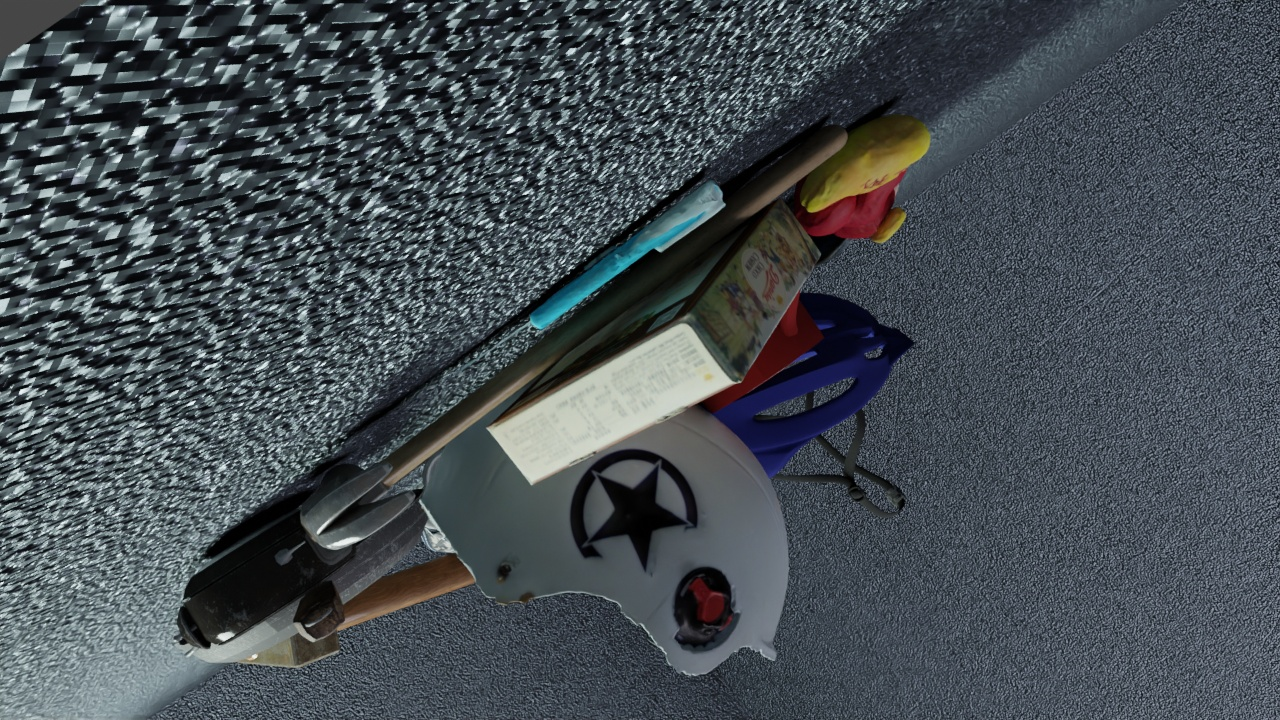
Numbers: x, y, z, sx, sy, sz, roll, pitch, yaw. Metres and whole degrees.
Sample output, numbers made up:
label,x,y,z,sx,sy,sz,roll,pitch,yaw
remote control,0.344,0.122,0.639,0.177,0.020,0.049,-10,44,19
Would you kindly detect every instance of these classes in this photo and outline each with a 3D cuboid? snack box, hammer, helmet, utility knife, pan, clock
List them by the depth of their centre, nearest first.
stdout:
label,x,y,z,sx,sy,sz,roll,pitch,yaw
utility knife,-0.028,-0.032,0.418,0.158,0.015,0.022,-34,-174,14
hammer,-0.027,-0.015,0.457,0.331,0.031,0.119,-36,-170,-8
snack box,0.010,-0.011,0.483,0.143,0.041,0.146,-30,-168,37
clock,-0.212,0.118,0.514,0.123,0.044,0.091,-32,-178,15
helmet,-0.006,0.096,0.631,0.163,0.264,0.237,-67,-166,-7
pan,-0.221,0.160,0.634,0.207,0.040,0.358,-32,-173,-20
helmet,0.125,0.057,0.774,0.241,0.228,0.147,-29,-159,4
hammer,-0.245,0.226,0.890,0.158,0.037,0.300,-12,178,38

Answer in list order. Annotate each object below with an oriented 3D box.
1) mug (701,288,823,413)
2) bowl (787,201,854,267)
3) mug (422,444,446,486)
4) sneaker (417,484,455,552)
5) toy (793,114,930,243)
label,x,y,z,sx,sy,sz,roll,pitch,yaw
mug,0.061,-0.034,0.580,0.080,0.096,0.117,-33,177,-34
bowl,0.138,-0.103,0.733,0.110,0.055,0.110,-35,177,-2
mug,-0.119,0.092,0.775,0.083,0.082,0.105,-36,176,34
sneaker,-0.195,0.151,0.982,0.132,0.103,0.270,-12,162,-42
toy,0.140,-0.111,0.604,0.105,0.067,0.137,-31,170,7
